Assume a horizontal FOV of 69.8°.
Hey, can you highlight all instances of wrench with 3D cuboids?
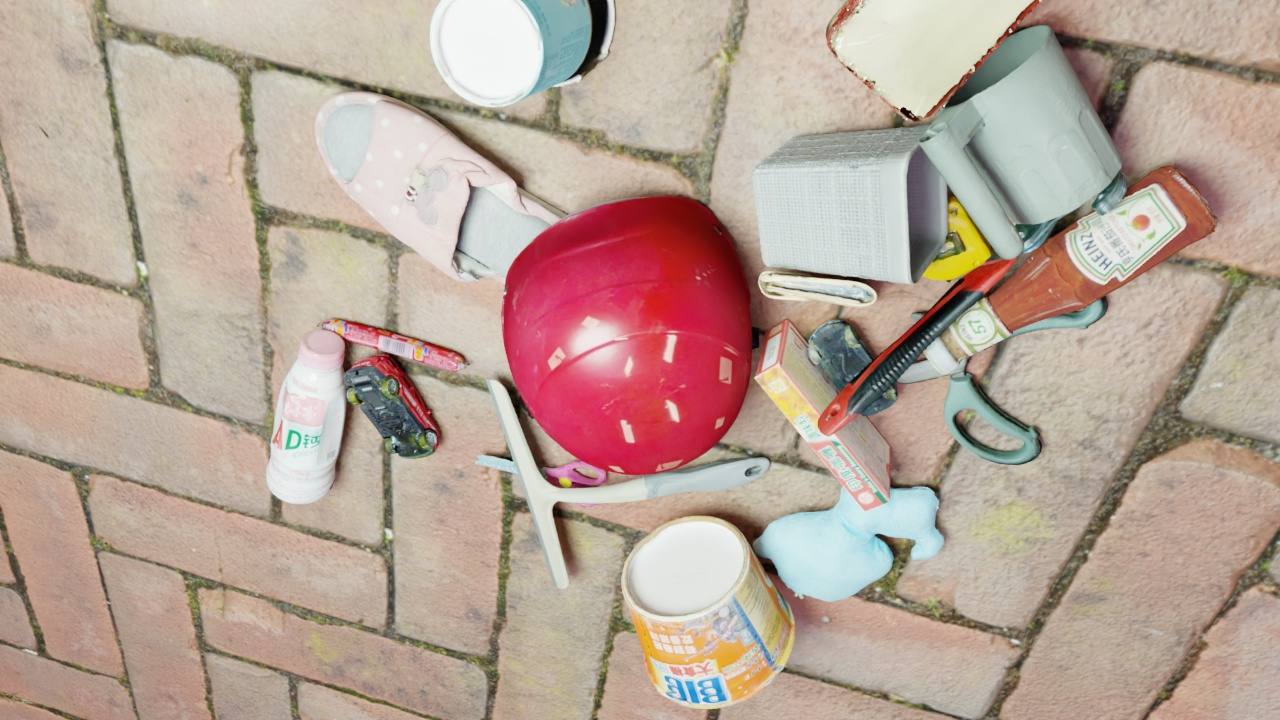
[{"bbox_3d":[0.231,-0.039,0.668,0.016,0.056,0.274,39,110,-19],"label":"wrench"}]

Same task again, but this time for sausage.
[{"bbox_3d":[-0.235,-0.016,0.869,0.156,0.020,0.020,16,123,7],"label":"sausage"}]

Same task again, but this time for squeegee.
[{"bbox_3d":[-0.002,0.118,0.861,0.247,0.039,0.247,-8,115,13],"label":"squeegee"}]

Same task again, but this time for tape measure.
[{"bbox_3d":[0.228,-0.088,0.690,0.057,0.028,0.060,-29,109,29],"label":"tape measure"}]

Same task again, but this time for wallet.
[{"bbox_3d":[0.133,-0.053,0.690,0.087,0.115,0.024,12,98,13],"label":"wallet"}]

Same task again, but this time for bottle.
[{"bbox_3d":[0.297,-0.058,0.658,0.206,0.059,0.060,-36,106,24],"label":"bottle"},{"bbox_3d":[-0.325,0.056,0.905,0.068,0.068,0.197,25,125,0],"label":"bottle"}]

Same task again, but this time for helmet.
[{"bbox_3d":[-0.004,0.004,0.720,0.207,0.143,0.240,-15,118,5],"label":"helmet"}]

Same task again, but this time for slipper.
[{"bbox_3d":[-0.150,-0.123,0.759,0.274,0.054,0.114,33,123,-7],"label":"slipper"}]

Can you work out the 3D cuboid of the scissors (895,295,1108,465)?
[{"bbox_3d":[0.299,0.010,0.737,0.174,0.019,0.170,-26,112,26],"label":"scissors"}]

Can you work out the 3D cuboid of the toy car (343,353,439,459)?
[{"bbox_3d":[-0.237,0.045,0.891,0.053,0.045,0.120,-8,126,22],"label":"toy car"}]

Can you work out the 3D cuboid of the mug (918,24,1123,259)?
[{"bbox_3d":[0.245,-0.140,0.603,0.103,0.123,0.084,49,158,-17],"label":"mug"}]

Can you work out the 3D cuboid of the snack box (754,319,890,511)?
[{"bbox_3d":[0.155,0.045,0.762,0.027,0.076,0.156,-32,108,29],"label":"snack box"}]

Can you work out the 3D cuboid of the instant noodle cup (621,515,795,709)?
[{"bbox_3d":[0.056,0.223,0.845,0.152,0.151,0.111,-9,126,20],"label":"instant noodle cup"}]

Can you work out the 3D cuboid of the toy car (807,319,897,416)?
[{"bbox_3d":[0.176,0.005,0.758,0.043,0.034,0.090,-32,106,32],"label":"toy car"}]

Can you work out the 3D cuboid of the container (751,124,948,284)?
[{"bbox_3d":[0.147,-0.112,0.651,0.114,0.090,0.090,7,122,32],"label":"container"}]

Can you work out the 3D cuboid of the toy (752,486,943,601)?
[{"bbox_3d":[0.189,0.168,0.844,0.161,0.049,0.156,16,113,5],"label":"toy"}]

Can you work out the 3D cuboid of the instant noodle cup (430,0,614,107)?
[{"bbox_3d":[-0.084,-0.230,0.636,0.111,0.120,0.111,7,122,11],"label":"instant noodle cup"}]

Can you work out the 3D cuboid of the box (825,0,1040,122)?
[{"bbox_3d":[0.197,-0.238,0.564,0.091,0.079,0.169,37,114,-10],"label":"box"}]

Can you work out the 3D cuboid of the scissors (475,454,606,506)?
[{"bbox_3d":[-0.100,0.115,0.910,0.135,0.017,0.063,9,126,5],"label":"scissors"}]
